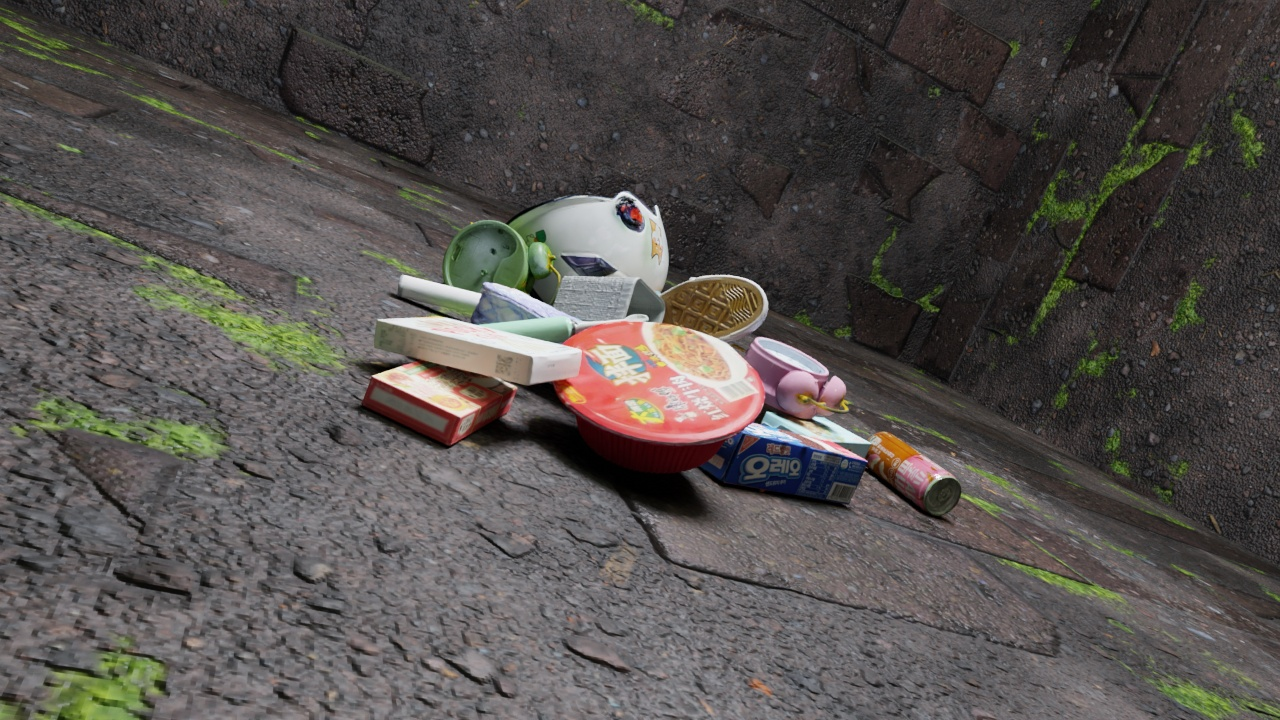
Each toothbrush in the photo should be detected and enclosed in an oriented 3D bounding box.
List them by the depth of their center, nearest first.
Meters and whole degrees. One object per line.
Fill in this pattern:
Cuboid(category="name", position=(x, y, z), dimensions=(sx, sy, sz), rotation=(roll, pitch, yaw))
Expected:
Cuboid(category="toothbrush", position=(-0.101, -0.028, 0.881), dimensions=(0.224, 0.027, 0.026), rotation=(-7, 63, -12))
Cuboid(category="toothbrush", position=(-0.173, -0.062, 1.078), dimensions=(0.221, 0.026, 0.027), rotation=(13, -22, -8))

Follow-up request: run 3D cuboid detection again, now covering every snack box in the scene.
Cuboid(category="snack box", position=(-0.157, 0.028, 0.742), dimensions=(0.075, 0.025, 0.152), rotation=(24, 10, 5))
Cuboid(category="snack box", position=(-0.137, -0.010, 0.777), dimensions=(0.157, 0.027, 0.084), rotation=(13, 10, 23))
Cuboid(category="snack box", position=(0.149, 0.105, 0.956), dimensions=(0.207, 0.057, 0.058), rotation=(15, 11, -40))
Cuboid(category="snack box", position=(0.210, 0.104, 1.116), dimensions=(0.074, 0.052, 0.174), rotation=(29, 12, 34))

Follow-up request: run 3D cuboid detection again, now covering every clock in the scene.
Cuboid(category="clock", position=(0.186, 0.027, 1.121), dimensions=(0.117, 0.060, 0.158), rotation=(10, 22, -43))
Cuboid(category="clock", position=(-0.176, -0.111, 1.178), dimensions=(0.161, 0.116, 0.056), rotation=(24, 0, 18))

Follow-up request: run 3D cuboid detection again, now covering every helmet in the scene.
Cuboid(category="helmet", position=(-0.067, -0.122, 1.306), dimensions=(0.273, 0.231, 0.156), rotation=(2, 65, -60))

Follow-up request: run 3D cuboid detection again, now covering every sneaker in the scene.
Cuboid(category="sneaker", position=(0.059, -0.048, 1.199), dimensions=(0.242, 0.118, 0.087), rotation=(-16, -9, 25))

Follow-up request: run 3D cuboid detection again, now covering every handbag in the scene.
Cuboid(category="handbag", position=(-0.086, -0.011, 0.975), dimensions=(0.194, 0.075, 0.134), rotation=(28, 6, 14))

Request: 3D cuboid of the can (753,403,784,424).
Cuboid(category="can", position=(0.137, 0.056, 1.180), dimensions=(0.116, 0.058, 0.058), rotation=(22, 10, -13))

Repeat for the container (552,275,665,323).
Cuboid(category="container", position=(-0.046, -0.052, 1.144), dimensions=(0.114, 0.090, 0.090), rotation=(8, -17, 29))

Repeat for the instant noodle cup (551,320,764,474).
Cuboid(category="instant noodle cup", position=(0.013, 0.039, 0.830), dimensions=(0.194, 0.066, 0.193), rotation=(5, 32, -4))

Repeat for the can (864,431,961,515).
Cuboid(category="can", position=(0.352, 0.146, 1.203), dimensions=(0.058, 0.058, 0.147), rotation=(19, 11, -25))

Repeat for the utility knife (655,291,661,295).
Cuboid(category="utility knife", position=(0.077, -0.023, 1.289), dimensions=(0.022, 0.030, 0.220), rotation=(-20, -54, 40))
